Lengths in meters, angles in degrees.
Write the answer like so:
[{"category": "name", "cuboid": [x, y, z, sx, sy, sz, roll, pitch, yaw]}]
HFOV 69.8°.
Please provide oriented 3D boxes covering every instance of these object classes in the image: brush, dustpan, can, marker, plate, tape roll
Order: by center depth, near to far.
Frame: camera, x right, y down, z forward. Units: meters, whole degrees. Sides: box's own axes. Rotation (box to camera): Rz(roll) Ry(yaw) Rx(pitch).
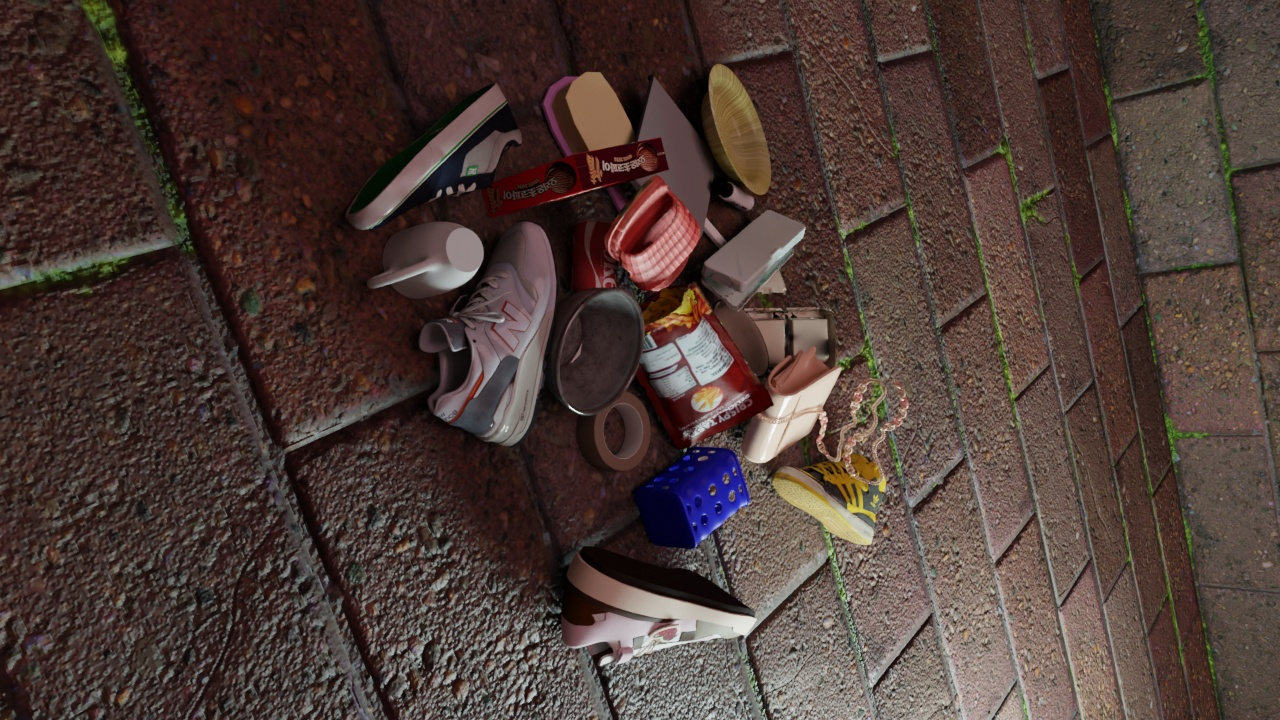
[{"category": "can", "cuboid": [-0.053, -0.114, 1.070, 0.054, 0.054, 0.096, 9, 79, -45]}, {"category": "tape roll", "cuboid": [-0.031, 0.084, 1.090, 0.093, 0.030, 0.093, 6, 82, -45]}, {"category": "brush", "cuboid": [-0.035, -0.235, 1.107, 0.089, 0.043, 0.229, -48, 119, -37]}, {"category": "dustpan", "cuboid": [0.060, -0.221, 1.194, 0.257, 0.033, 0.162, 42, 49, -40]}, {"category": "marker", "cuboid": [0.126, -0.227, 1.254, 0.125, 0.025, 0.025, 5, 82, -66]}, {"category": "plate", "cuboid": [0.123, -0.311, 1.263, 0.184, 0.036, 0.184, 35, 47, -49]}]

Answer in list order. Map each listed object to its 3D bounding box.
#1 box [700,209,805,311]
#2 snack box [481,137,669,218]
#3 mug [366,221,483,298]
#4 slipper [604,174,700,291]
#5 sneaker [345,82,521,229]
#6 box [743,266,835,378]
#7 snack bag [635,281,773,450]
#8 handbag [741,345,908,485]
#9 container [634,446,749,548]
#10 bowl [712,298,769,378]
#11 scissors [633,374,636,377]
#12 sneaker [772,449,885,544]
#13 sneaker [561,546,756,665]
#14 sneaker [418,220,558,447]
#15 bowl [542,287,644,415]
[{"category": "box", "cuboid": [0.153, -0.145, 1.248, 0.086, 0.073, 0.198, 50, 45, -4]}, {"category": "snack box", "cuboid": [-0.071, -0.197, 0.988, 0.132, 0.152, 0.036, -24, 103, -44]}, {"category": "mug", "cuboid": [-0.208, -0.093, 0.884, 0.107, 0.090, 0.071, -33, 109, -42]}, {"category": "slipper", "cuboid": [0.025, -0.128, 1.058, 0.103, 0.059, 0.249, -47, 163, -4]}, {"category": "sneaker", "cuboid": [-0.194, -0.187, 0.915, 0.079, 0.084, 0.234, 57, 47, -25]}, {"category": "box", "cuboid": [0.197, -0.065, 1.308, 0.143, 0.081, 0.181, -1, 92, -17]}, {"category": "snack bag", "cuboid": [0.063, 0.014, 1.121, 0.208, 0.139, 0.066, 57, 6, -27]}, {"category": "handbag", "cuboid": [0.237, 0.089, 1.210, 0.116, 0.187, 0.199, -33, 152, -33]}, {"category": "container", "cuboid": [0.064, 0.170, 1.141, 0.113, 0.085, 0.084, -31, 108, -42]}, {"category": "bowl", "cuboid": [0.111, -0.017, 1.210, 0.115, 0.059, 0.115, 32, 41, -34]}, {"category": "scissors", "cuboid": [-0.009, 0.012, 1.128, 0.134, 0.019, 0.130, -54, 127, -26]}, {"category": "sneaker", "cuboid": [0.290, 0.179, 1.367, 0.238, 0.086, 0.122, 40, 65, -41]}, {"category": "sneaker", "cuboid": [0.022, 0.312, 1.086, 0.293, 0.112, 0.116, 25, 91, -43]}, {"category": "sneaker", "cuboid": [-0.159, -0.033, 0.930, 0.124, 0.089, 0.239, 8, 84, -48]}, {"category": "bowl", "cuboid": [-0.066, -0.017, 1.021, 0.144, 0.067, 0.145, -27, 126, -44]}]
